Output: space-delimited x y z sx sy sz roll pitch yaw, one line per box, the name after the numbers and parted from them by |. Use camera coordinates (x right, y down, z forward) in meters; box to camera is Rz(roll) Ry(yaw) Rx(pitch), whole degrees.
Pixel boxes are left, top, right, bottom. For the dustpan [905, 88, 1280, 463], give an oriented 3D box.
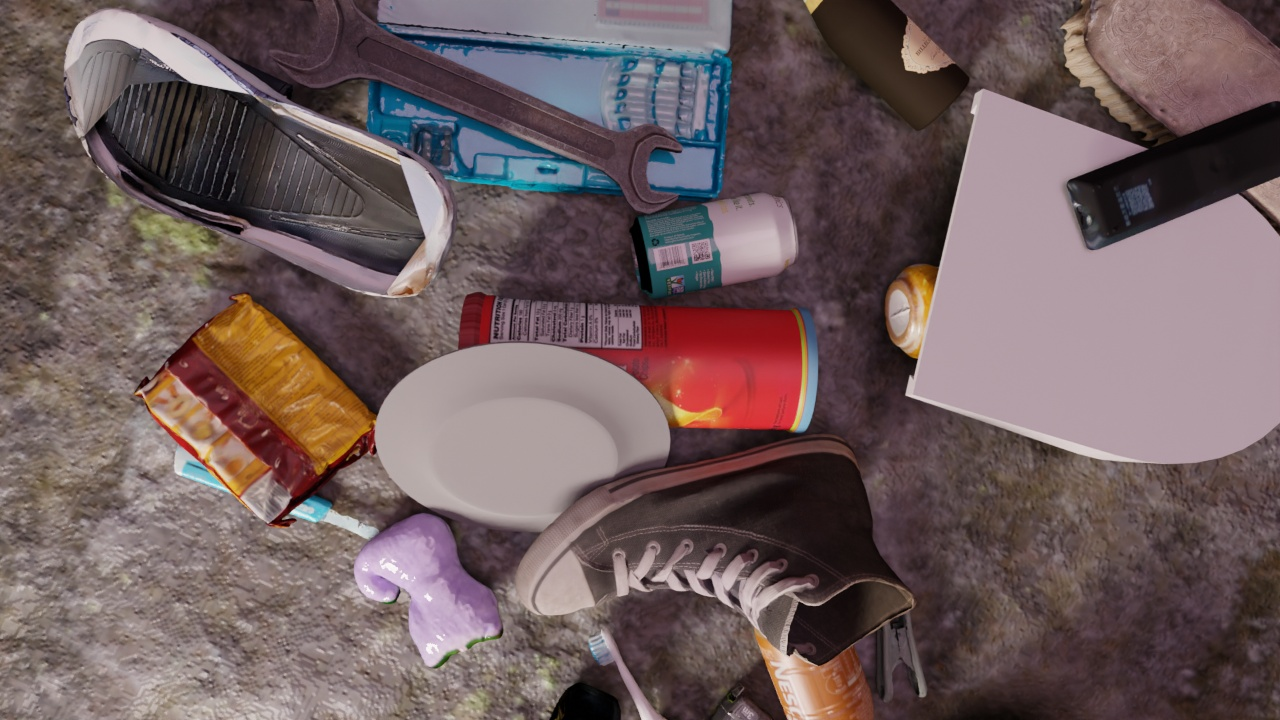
0.299 -0.035 0.589 0.257 0.053 0.191 16 83 -10 | dustpan

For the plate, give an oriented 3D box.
-0.071 0.057 0.559 0.178 0.012 0.179 -2 135 -2 | plate

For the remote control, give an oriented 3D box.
0.333 -0.113 0.555 0.150 0.022 0.047 -22 95 -7 | remote control

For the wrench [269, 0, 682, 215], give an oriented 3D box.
-0.099 -0.162 0.565 0.273 0.010 0.070 22 90 -3 | wrench

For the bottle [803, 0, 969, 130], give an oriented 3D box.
0.130 -0.227 0.590 0.184 0.045 0.045 42 91 -5 | bottle

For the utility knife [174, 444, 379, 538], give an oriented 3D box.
-0.240 0.088 0.610 0.141 0.015 0.022 21 96 -7 | utility knife

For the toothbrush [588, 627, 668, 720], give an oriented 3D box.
0.026 0.279 0.630 0.026 0.027 0.222 -30 94 -3 | toothbrush

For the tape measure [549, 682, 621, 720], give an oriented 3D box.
-0.043 0.251 0.603 0.042 0.071 0.072 26 86 -1 | tape measure

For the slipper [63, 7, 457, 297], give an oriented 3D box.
-0.231 -0.124 0.567 0.264 0.063 0.111 24 104 6 | slipper

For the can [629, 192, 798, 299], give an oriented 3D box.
0.046 -0.074 0.592 0.101 0.055 0.055 -11 94 -2 | can

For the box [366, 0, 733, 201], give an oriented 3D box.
-0.055 -0.201 0.587 0.227 0.039 0.181 4 92 -3 | box

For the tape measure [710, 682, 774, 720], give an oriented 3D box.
0.072 0.265 0.627 0.065 0.036 0.058 44 82 -1 | tape measure

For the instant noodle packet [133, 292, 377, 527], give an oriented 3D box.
-0.241 0.034 0.588 0.135 0.040 0.098 45 80 -5 | instant noodle packet

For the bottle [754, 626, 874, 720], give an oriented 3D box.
0.130 0.239 0.615 0.059 0.059 0.167 -22 96 -1 | bottle

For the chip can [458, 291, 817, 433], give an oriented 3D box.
-0.003 0.003 0.580 0.213 0.087 0.087 2 94 -4 | chip can

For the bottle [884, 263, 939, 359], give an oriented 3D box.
0.219 -0.034 0.599 0.109 0.063 0.063 -3 94 -8 | bottle

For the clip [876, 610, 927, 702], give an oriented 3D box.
0.177 0.197 0.634 0.037 0.023 0.075 -7 92 -1 | clip

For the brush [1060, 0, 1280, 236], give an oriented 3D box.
0.395 -0.153 0.602 0.271 0.056 0.083 38 95 -4 | brush

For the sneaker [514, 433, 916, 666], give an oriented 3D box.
0.041 0.134 0.564 0.234 0.119 0.095 -12 133 -7 | sneaker

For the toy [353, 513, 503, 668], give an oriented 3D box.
-0.143 0.153 0.609 0.080 0.036 0.099 -28 91 10 | toy
